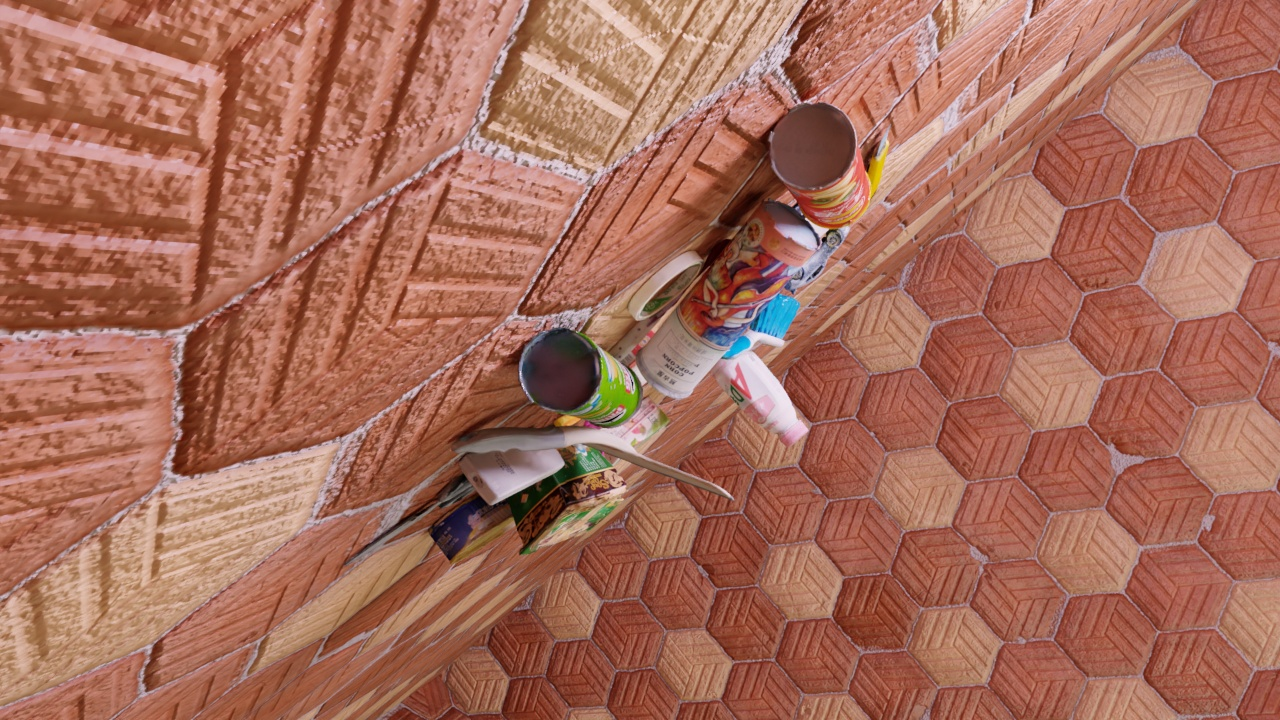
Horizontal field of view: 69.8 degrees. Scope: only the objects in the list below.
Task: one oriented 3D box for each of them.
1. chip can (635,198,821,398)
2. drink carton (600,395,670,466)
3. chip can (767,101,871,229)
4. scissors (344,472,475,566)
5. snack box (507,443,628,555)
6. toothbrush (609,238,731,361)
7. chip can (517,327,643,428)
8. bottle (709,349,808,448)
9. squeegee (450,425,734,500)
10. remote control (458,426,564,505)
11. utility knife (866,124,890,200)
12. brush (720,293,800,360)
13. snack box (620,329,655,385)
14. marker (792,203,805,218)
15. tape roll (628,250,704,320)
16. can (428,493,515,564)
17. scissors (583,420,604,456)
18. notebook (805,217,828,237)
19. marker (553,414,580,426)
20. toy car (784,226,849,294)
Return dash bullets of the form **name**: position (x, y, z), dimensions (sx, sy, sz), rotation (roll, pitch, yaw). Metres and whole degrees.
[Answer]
- **chip can**: position (0.082, -0.057, 0.896), dimensions (0.215, 0.071, 0.071), rotation (-50, 166, 31)
- **drink carton**: position (-0.015, 0.106, 1.378), dimensions (0.122, 0.053, 0.046), rotation (-33, 167, -37)
- **chip can**: position (0.162, -0.164, 0.803), dimensions (0.073, 0.073, 0.216), rotation (-42, 170, 12)
- **scissors**: position (-0.231, 0.166, 0.968), dimensions (0.174, 0.014, 0.140), rotation (-42, 169, 9)
- **snack box**: position (-0.098, 0.149, 1.087), dimensions (0.118, 0.105, 0.118), rotation (-8, 149, -49)
- **toothbrush**: position (0.028, -0.058, 0.940), dimensions (0.188, 0.016, 0.017), rotation (-45, 179, 22)
- **chip can**: position (-0.049, 0.021, 0.841), dimensions (0.072, 0.072, 0.236), rotation (-40, 170, 2)
- **bottle**: position (0.159, 0.037, 1.302), dimensions (0.068, 0.197, 0.068), rotation (-39, 169, -9)
- **squeegee**: position (-0.075, 0.082, 0.900), dimensions (0.246, 0.247, 0.039), rotation (11, 92, -41)
- **remote control**: position (-0.131, 0.108, 0.957), dimensions (0.019, 0.056, 0.134), rotation (-44, 170, 25)
- **utility knife**: position (0.280, -0.232, 1.089), dimensions (0.033, 0.015, 0.197), rotation (-59, 167, -7)
- **brush**: position (0.158, -0.046, 1.240), dimensions (0.314, 0.060, 0.109), rotation (10, 98, -72)
- **snack box**: position (-0.006, 0.006, 1.055), dimensions (0.077, 0.027, 0.156), rotation (-40, 170, -2)
- **marker**: position (0.169, -0.157, 1.007), dimensions (0.132, 0.020, 0.022), rotation (-39, 159, -5)
- **tape roll**: position (0.025, -0.071, 0.874), dimensions (0.085, 0.014, 0.086), rotation (-39, 170, -8)
- **can**: position (-0.192, 0.195, 1.130), dimensions (0.147, 0.049, 0.075), rotation (-27, 163, -52)
- **scissors**: position (-0.081, 0.120, 1.161), dimensions (0.017, 0.124, 0.133), rotation (32, 103, -33)
- **notebook**: position (0.203, -0.158, 1.149), dimensions (0.151, 0.012, 0.208), rotation (-45, 169, 26)
- **marker**: position (-0.066, 0.060, 1.107), dimensions (0.018, 0.015, 0.123), rotation (-41, 173, 30)
- **toy car**: position (0.245, -0.142, 1.275), dimensions (0.121, 0.037, 0.054), rotation (-47, -177, 19)
